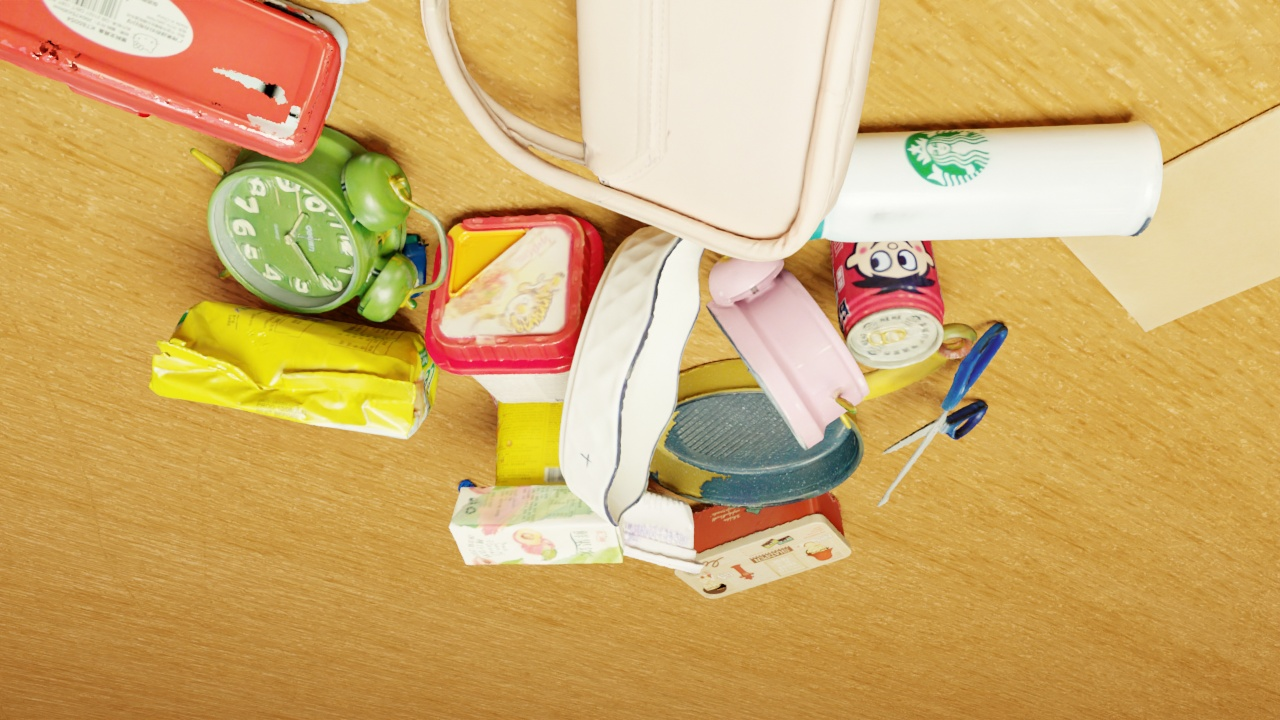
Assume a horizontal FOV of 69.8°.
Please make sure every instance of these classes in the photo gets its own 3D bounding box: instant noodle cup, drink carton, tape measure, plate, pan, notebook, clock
[{"bbox_3d":[-0.078,-0.027,0.646,0.117,0.116,0.124,-1,155,7],"label":"instant noodle cup"},{"bbox_3d":[-0.074,0.121,0.683,0.122,0.045,0.054,-4,133,8],"label":"drink carton"},{"bbox_3d":[-0.180,-0.065,0.659,0.054,0.025,0.058,-11,147,-21],"label":"tape measure"},{"bbox_3d":[-0.069,0.070,0.758,0.116,0.123,0.116,-1,144,6],"label":"instant noodle cup"},{"bbox_3d":[-0.004,0.004,0.606,0.045,0.204,0.205,15,145,11],"label":"plate"},{"bbox_3d":[0.132,0.043,0.745,0.197,0.078,0.359,19,141,-21],"label":"pan"},{"bbox_3d":[0.398,-0.099,0.585,0.149,0.012,0.212,32,135,-32],"label":"notebook"},{"bbox_3d":[-0.198,-0.083,0.582,0.161,0.056,0.116,10,128,7],"label":"clock"},{"bbox_3d":[-0.023,0.141,0.858,0.138,0.060,0.174,19,175,-21],"label":"instant noodle cup"},{"bbox_3d":[0.089,-0.020,0.611,0.060,0.158,0.117,-35,167,5],"label":"clock"}]

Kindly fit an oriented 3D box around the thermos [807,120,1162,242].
[{"bbox_3d":[0.179,-0.106,0.546,0.224,0.073,0.073,-1,144,6],"label":"thermos"}]

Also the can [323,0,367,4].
[{"bbox_3d":[-0.108,-0.207,0.363,0.058,0.146,0.058,2,144,1],"label":"can"}]

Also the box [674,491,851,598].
[{"bbox_3d":[0.120,0.175,0.941,0.169,0.077,0.091,-23,136,23],"label":"box"}]

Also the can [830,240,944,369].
[{"bbox_3d":[0.161,-0.049,0.602,0.066,0.093,0.067,2,144,1],"label":"can"}]

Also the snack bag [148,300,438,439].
[{"bbox_3d":[-0.226,0.003,0.646,0.158,0.068,0.246,10,180,-10],"label":"snack bag"}]

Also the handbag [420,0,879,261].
[{"bbox_3d":[-0.004,-0.162,0.457,0.234,0.093,0.194,10,128,12],"label":"handbag"}]

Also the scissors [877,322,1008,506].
[{"bbox_3d":[0.241,0.046,0.727,0.162,0.012,0.174,12,113,-55],"label":"scissors"}]

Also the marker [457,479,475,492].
[{"bbox_3d":[-0.147,0.168,0.990,0.017,0.016,0.146,-15,140,24],"label":"marker"}]

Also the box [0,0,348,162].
[{"bbox_3d":[-0.268,-0.176,0.496,0.201,0.095,0.098,18,172,-21],"label":"box"}]
